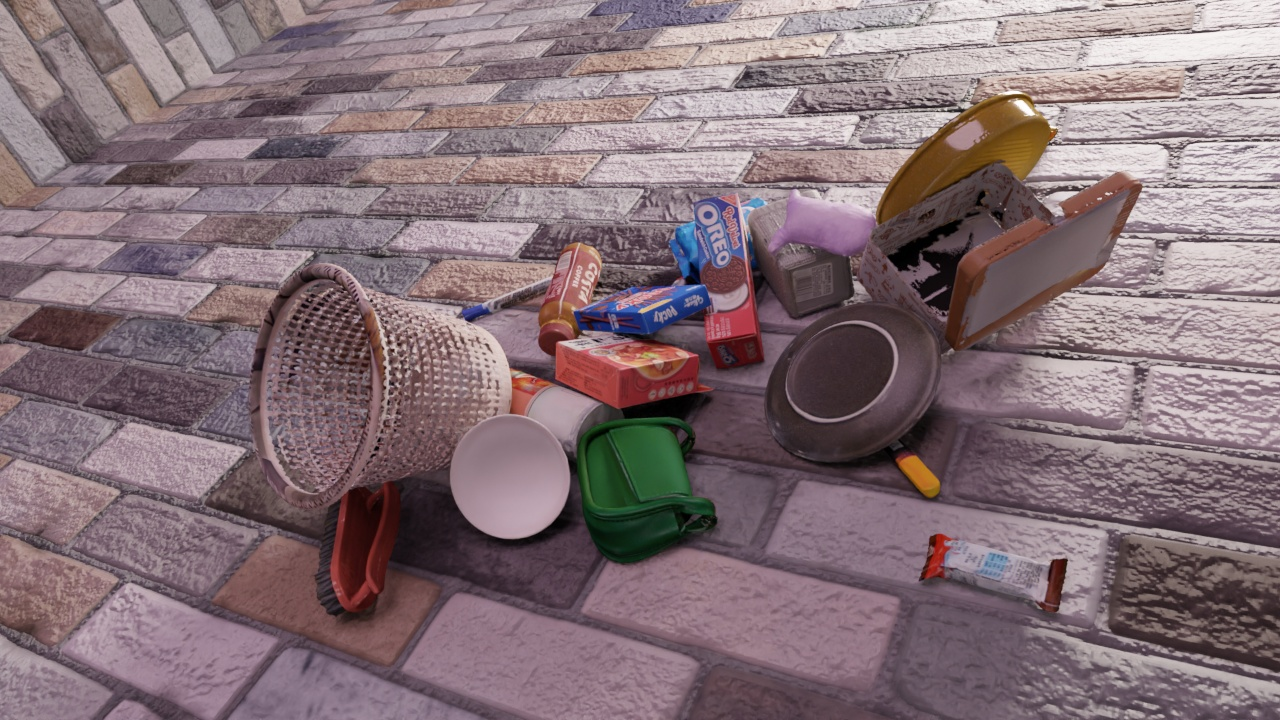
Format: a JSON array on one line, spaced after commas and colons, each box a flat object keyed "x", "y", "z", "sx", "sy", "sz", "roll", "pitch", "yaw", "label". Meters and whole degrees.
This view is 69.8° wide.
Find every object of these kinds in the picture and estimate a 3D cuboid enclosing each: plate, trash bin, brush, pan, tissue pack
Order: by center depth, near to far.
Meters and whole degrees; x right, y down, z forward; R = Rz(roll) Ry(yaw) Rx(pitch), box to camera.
[{"x": 0.193, "y": 0.014, "z": 0.869, "sx": 0.180, "sy": 0.024, "sz": 0.179, "roll": -24, "pitch": 46, "yaw": 27, "label": "plate"}, {"x": -0.270, "y": 0.179, "z": 0.890, "sx": 0.069, "sy": 0.063, "sz": 0.145, "roll": -27, "pitch": 37, "yaw": 13, "label": "brush"}, {"x": -0.245, "y": 0.029, "z": 0.909, "sx": 0.228, "sy": 0.227, "sz": 0.191, "roll": 20, "pitch": 9, "yaw": 40, "label": "trash bin"}, {"x": 0.396, "y": -0.225, "z": 1.033, "sx": 0.356, "sy": 0.198, "sz": 0.078, "roll": -14, "pitch": 61, "yaw": -37, "label": "pan"}, {"x": 0.117, "y": -0.152, "z": 1.137, "sx": 0.157, "sy": 0.052, "sz": 0.094, "roll": -19, "pitch": 37, "yaw": 1, "label": "tissue pack"}]

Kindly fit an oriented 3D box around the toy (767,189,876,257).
[{"x": 0.194, "y": -0.140, "z": 0.965, "sx": 0.108, "sy": 0.039, "sz": 0.083, "roll": 16, "pitch": 71, "yaw": 27, "label": "toy"}]

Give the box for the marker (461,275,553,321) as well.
[{"x": -0.165, "y": -0.084, "z": 1.210, "sx": 0.146, "sy": 0.017, "sz": 0.017, "roll": -21, "pitch": 37, "yaw": -2, "label": "marker"}]

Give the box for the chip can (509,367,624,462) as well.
[{"x": -0.118, "y": 0.051, "z": 0.975, "sx": 0.215, "sy": 0.071, "sz": 0.071, "roll": 17, "pitch": 50, "yaw": 39, "label": "chip can"}]

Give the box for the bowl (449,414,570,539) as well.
[{"x": -0.119, "y": 0.110, "z": 0.896, "sx": 0.118, "sy": 0.118, "sz": 0.064, "roll": -14, "pitch": -1, "yaw": 8, "label": "bowl"}]

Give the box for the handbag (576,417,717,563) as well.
[{"x": 0.003, "y": 0.116, "z": 0.851, "sx": 0.120, "sy": 0.068, "sz": 0.131, "roll": -11, "pitch": 36, "yaw": 0, "label": "handbag"}]

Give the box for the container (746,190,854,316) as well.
[{"x": 0.184, "y": -0.118, "z": 1.038, "sx": 0.090, "sy": 0.090, "sz": 0.114, "roll": -19, "pitch": 40, "yaw": 2, "label": "container"}]

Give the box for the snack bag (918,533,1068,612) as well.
[{"x": 0.268, "y": 0.160, "z": 0.702, "sx": 0.104, "sy": 0.026, "sz": 0.048, "roll": 8, "pitch": 51, "yaw": 30, "label": "snack bag"}]

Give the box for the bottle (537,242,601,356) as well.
[{"x": -0.089, "y": -0.075, "z": 1.130, "sx": 0.057, "sy": 0.057, "sz": 0.174, "roll": -7, "pitch": 39, "yaw": 16, "label": "bottle"}]

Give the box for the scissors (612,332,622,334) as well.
[{"x": -0.027, "y": -0.033, "z": 1.064, "sx": 0.171, "sy": 0.014, "sz": 0.159, "roll": -26, "pitch": 23, "yaw": 16, "label": "scissors"}]

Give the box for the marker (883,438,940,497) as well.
[{"x": 0.232, "y": 0.082, "z": 0.827, "sx": 0.018, "sy": 0.015, "sz": 0.123, "roll": -22, "pitch": 35, "yaw": -6, "label": "marker"}]

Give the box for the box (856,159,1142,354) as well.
[{"x": 0.325, "y": -0.116, "z": 0.864, "sx": 0.183, "sy": 0.193, "sz": 0.157, "roll": -29, "pitch": 63, "yaw": -11, "label": "box"}]

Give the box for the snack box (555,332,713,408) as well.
[{"x": -0.006, "y": 0.006, "z": 0.949, "sx": 0.126, "sy": 0.044, "sz": 0.113, "roll": -9, "pitch": 20, "yaw": -37, "label": "snack box"}]

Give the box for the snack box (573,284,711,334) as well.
[{"x": -0.001, "y": -0.057, "z": 1.007, "sx": 0.084, "sy": 0.026, "sz": 0.157, "roll": -25, "pitch": 15, "yaw": -27, "label": "snack box"}]

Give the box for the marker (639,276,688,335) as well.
[{"x": 0.014, "y": -0.052, "z": 1.089, "sx": 0.017, "sy": 0.017, "sz": 0.144, "roll": 13, "pitch": 48, "yaw": 36, "label": "marker"}]

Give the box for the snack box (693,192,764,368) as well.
[{"x": 0.097, "y": -0.092, "z": 1.026, "sx": 0.057, "sy": 0.058, "sz": 0.207, "roll": -11, "pitch": 55, "yaw": 12, "label": "snack box"}]
